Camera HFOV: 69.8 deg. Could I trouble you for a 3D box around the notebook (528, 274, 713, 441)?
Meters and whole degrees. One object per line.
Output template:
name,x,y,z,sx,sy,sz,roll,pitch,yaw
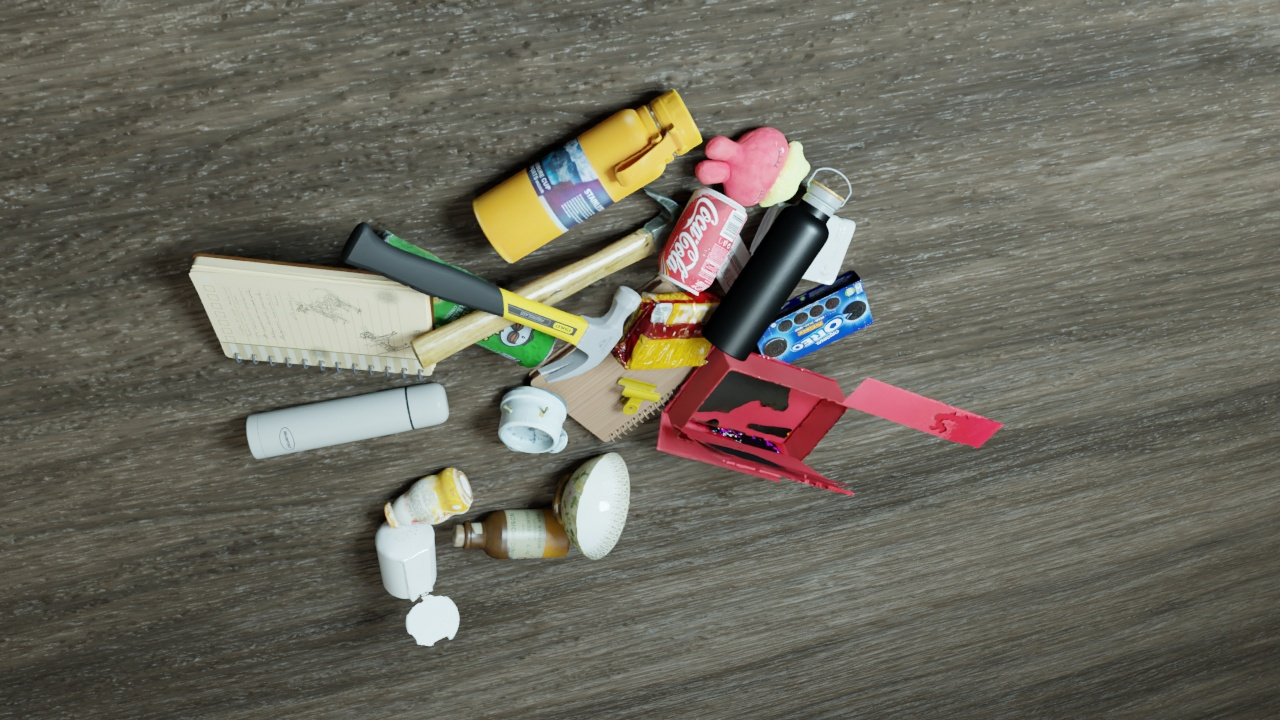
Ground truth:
notebook,-0.007,0.007,1.147,0.211,0.022,0.169,-36,131,15

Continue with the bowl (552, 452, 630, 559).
bowl,-0.073,0.192,1.240,0.063,0.144,0.145,6,140,27

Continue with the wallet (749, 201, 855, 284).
wallet,0.189,-0.140,1.078,0.116,0.032,0.086,14,114,-25

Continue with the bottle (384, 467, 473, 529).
bottle,-0.275,0.183,1.188,0.109,0.063,0.063,-22,133,0

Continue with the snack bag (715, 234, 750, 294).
snack bag,0.108,-0.110,1.076,0.057,0.013,0.158,-48,133,-11

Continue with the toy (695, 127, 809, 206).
toy,0.121,-0.206,0.983,0.135,0.045,0.092,8,125,-31

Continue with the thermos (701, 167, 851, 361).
thermos,0.156,-0.110,1.025,0.061,0.061,0.231,24,106,-33

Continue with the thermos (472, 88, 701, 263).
thermos,-0.049,-0.181,0.920,0.233,0.091,0.076,-29,152,8

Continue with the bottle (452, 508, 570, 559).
bottle,-0.179,0.240,1.266,0.156,0.067,0.068,2,129,-19

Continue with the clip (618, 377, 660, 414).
clip,-0.008,0.044,1.153,0.054,0.044,0.050,13,159,-26

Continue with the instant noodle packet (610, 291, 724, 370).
instant noodle packet,0.037,-0.036,1.065,0.135,0.039,0.099,-4,126,-38

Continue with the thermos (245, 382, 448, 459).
thermos,-0.339,0.069,1.074,0.224,0.052,0.052,-10,132,-9

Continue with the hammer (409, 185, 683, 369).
hammer,-0.088,-0.081,0.974,0.330,0.033,0.132,-29,135,-17

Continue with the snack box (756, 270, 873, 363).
snack box,0.216,-0.048,1.165,0.150,0.027,0.082,-26,133,6

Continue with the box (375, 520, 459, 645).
box,-0.298,0.295,1.231,0.083,0.143,0.138,-27,143,-32

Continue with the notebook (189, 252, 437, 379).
notebook,-0.327,-0.039,0.945,0.225,0.024,0.168,6,146,-6

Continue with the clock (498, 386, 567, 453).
clock,-0.133,0.081,1.140,0.083,0.057,0.118,2,145,6

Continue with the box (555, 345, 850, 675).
box,0.084,0.231,1.219,0.215,0.141,0.511,18,106,-30

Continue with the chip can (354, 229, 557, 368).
chip can,-0.196,-0.064,0.990,0.223,0.075,0.076,27,118,-34

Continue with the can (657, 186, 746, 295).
can,0.065,-0.128,0.986,0.064,0.064,0.105,24,97,-33

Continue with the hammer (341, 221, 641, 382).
hammer,-0.144,-0.060,0.910,0.323,0.029,0.127,20,109,-42
